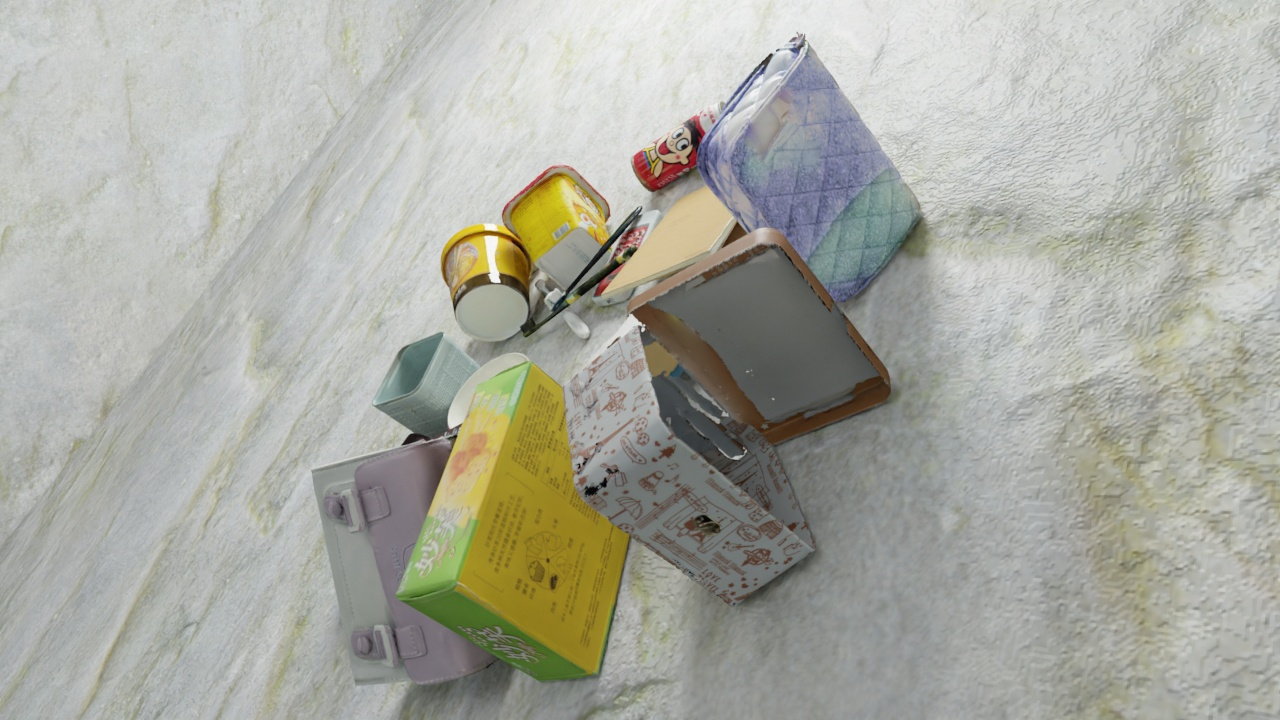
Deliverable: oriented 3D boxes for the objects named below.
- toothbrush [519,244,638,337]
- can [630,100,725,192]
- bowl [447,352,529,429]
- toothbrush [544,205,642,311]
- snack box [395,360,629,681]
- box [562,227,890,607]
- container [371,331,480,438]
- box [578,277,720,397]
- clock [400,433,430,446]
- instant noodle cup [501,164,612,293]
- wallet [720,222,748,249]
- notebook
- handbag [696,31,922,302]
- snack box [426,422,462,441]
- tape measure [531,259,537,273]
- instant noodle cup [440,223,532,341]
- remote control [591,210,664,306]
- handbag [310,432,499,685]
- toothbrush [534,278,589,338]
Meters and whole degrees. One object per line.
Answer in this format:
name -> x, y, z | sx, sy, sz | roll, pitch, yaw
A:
toothbrush -> -0.074, -0.081, 1.071 | 0.186, 0.017, 0.012 | -35, -10, 26
can -> 0.056, -0.261, 1.122 | 0.133, 0.053, 0.053 | -27, 36, 27
bowl -> -0.145, 0.054, 0.986 | 0.114, 0.062, 0.113 | -25, 37, 20
toothbrush -> -0.052, -0.124, 1.073 | 0.180, 0.018, 0.016 | -50, 17, -24
snack box -> -0.086, 0.129, 0.743 | 0.070, 0.157, 0.209 | -22, 39, 36
box -> 0.077, 0.035, 0.646 | 0.194, 0.183, 0.156 | -38, 33, 18
container -> -0.227, 0.042, 1.051 | 0.090, 0.111, 0.090 | -16, 42, 38
box -> -0.005, 0.005, 0.869 | 0.184, 0.060, 0.090 | -49, 16, 1
clock -> -0.229, 0.122, 0.993 | 0.122, 0.082, 0.055 | -8, 41, 48
instant noodle cup -> -0.094, -0.158, 1.137 | 0.116, 0.116, 0.123 | -37, 44, 14
wallet -> 0.112, -0.111, 0.922 | 0.101, 0.020, 0.115 | -52, 35, -7
notebook -> 0.056, -0.145, 0.980 | 0.150, 0.012, 0.210 | -18, 27, 40
handbag -> 0.141, -0.151, 0.765 | 0.134, 0.194, 0.075 | -49, 31, -8
snack box -> -0.133, 0.102, 0.872 | 0.126, 0.113, 0.053 | -26, 38, 29
tape measure -> -0.156, -0.149, 1.260 | 0.065, 0.033, 0.066 | -53, 32, -9
instant noodle cup -> -0.193, -0.095, 1.172 | 0.119, 0.118, 0.114 | -35, 41, 16
remote control -> -0.014, -0.122, 1.077 | 0.056, 0.020, 0.135 | -11, 46, 44
handbag -> -0.199, 0.172, 0.796 | 0.145, 0.098, 0.197 | -16, 86, 30
toothbrush -> -0.094, -0.062, 1.110 | 0.016, 0.016, 0.180 | -49, 34, 3
